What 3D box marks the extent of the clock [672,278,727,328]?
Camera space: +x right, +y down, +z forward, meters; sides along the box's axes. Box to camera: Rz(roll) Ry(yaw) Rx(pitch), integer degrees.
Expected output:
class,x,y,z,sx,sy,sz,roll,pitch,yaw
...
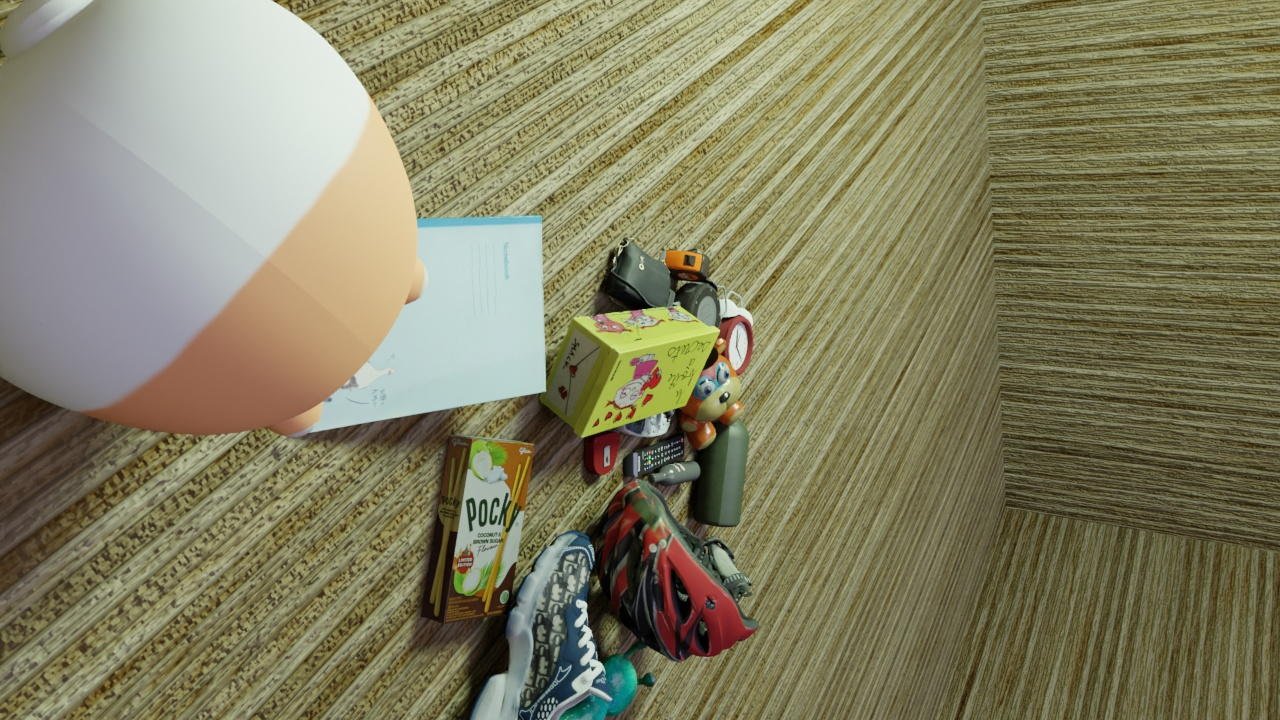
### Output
class,x,y,z,sx,sy,sz,roll,pitch,yaw
clock,0.077,-0.067,1.297,0.122,0.044,0.091,-37,126,-47

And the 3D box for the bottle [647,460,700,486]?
class,x,y,z,sx,sy,sz,roll,pitch,yaw
bottle,0.044,0.162,1.298,0.112,0.030,0.030,0,95,-57

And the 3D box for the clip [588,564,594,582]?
class,x,y,z,sx,sy,sz,roll,pitch,yaw
clip,-0.096,0.307,1.110,0.103,0.027,0.120,-1,96,-55

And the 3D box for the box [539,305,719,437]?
class,x,y,z,sx,sy,sz,roll,pitch,yaw
box,-0.006,0.007,1.101,0.220,0.080,0.125,-7,129,-53

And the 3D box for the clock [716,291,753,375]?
class,x,y,z,sx,sy,sz,roll,pitch,yaw
clock,0.132,-0.035,1.385,0.096,0.048,0.137,22,78,-56

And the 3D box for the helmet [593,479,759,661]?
class,x,y,z,sx,sy,sz,roll,pitch,yaw
helmet,0.036,0.267,1.154,0.167,0.217,0.272,-34,129,-4

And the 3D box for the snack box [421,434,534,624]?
class,x,y,z,sx,sy,sz,roll,pitch,yaw
snack box,-0.169,0.175,0.966,0.101,0.032,0.186,14,84,-57

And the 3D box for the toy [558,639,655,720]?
class,x,y,z,sx,sy,sz,roll,pitch,yaw
toy,-0.054,0.437,1.162,0.192,0.072,0.131,-35,124,-39

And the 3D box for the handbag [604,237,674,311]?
class,x,y,z,sx,sy,sz,roll,pitch,yaw
handbag,0.003,-0.105,1.170,0.128,0.054,0.079,25,70,-54

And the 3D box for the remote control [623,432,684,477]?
class,x,y,z,sx,sy,sz,roll,pitch,yaw
remote control,0.023,0.130,1.273,0.146,0.015,0.033,-14,107,-56

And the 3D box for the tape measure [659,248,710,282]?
class,x,y,z,sx,sy,sz,roll,pitch,yaw
tape measure,0.066,-0.133,1.257,0.058,0.059,0.038,28,69,-59

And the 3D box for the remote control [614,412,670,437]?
class,x,y,z,sx,sy,sz,roll,pitch,yaw
remote control,0.003,0.072,1.220,0.114,0.028,0.060,19,79,-56

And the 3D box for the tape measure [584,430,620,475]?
class,x,y,z,sx,sy,sz,roll,pitch,yaw
tape measure,-0.046,0.117,1.159,0.058,0.019,0.051,-11,104,-56

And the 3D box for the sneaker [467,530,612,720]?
class,x,y,z,sx,sy,sz,roll,pitch,yaw
sneaker,-0.085,0.326,1.004,0.103,0.132,0.269,72,36,-69

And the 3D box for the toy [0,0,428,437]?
class,x,y,z,sx,sy,sz,roll,pitch,yaw
toy,-0.268,-0.081,0.560,0.262,0.266,0.281,-54,131,-13

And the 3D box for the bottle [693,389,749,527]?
class,x,y,z,sx,sy,sz,roll,pitch,yaw
bottle,0.126,0.144,1.384,0.071,0.072,0.207,8,89,-57

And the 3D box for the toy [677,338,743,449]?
class,x,y,z,sx,sy,sz,roll,pitch,yaw
toy,0.089,0.041,1.287,0.112,0.096,0.176,-40,127,-20

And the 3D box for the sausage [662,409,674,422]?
class,x,y,z,sx,sy,sz,roll,pitch,yaw
sausage,0.032,0.005,1.221,0.020,0.020,0.155,-7,92,-57

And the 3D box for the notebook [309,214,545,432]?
class,x,y,z,sx,sy,sz,roll,pitch,yaw
notebook,-0.195,-0.041,0.842,0.252,0.009,0.181,-9,104,-38
